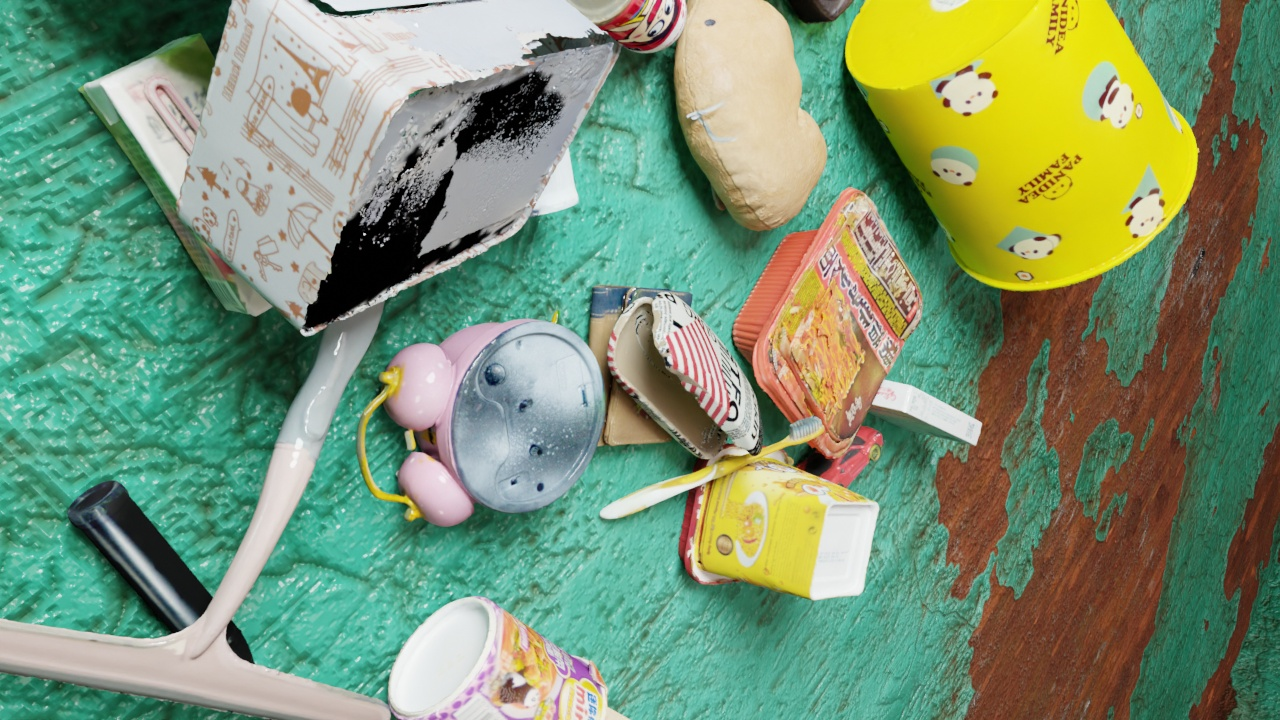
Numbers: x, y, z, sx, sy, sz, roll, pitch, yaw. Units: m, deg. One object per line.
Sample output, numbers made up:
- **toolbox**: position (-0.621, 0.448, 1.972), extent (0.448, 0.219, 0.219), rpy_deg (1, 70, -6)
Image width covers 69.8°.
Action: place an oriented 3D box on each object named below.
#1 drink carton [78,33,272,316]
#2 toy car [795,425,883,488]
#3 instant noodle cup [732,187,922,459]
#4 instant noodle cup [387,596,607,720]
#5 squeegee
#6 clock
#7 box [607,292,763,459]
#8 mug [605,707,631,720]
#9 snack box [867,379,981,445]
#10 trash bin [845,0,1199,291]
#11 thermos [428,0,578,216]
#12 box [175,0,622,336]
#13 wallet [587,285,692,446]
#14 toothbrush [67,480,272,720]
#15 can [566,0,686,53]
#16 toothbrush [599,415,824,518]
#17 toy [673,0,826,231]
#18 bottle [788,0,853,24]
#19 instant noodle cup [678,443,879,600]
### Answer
- **drink carton**: position (-0.201, -0.085, 0.435), extent (0.053, 0.046, 0.122), rpy_deg (-41, 124, -30)
- **toy car**: position (0.180, 0.090, 0.841), extent (0.106, 0.049, 0.031), rpy_deg (-36, 123, -32)
- **instant noodle cup**: position (0.151, -0.028, 0.766), extent (0.164, 0.079, 0.188), rpy_deg (48, 65, -39)
- **instant noodle cup**: position (-0.093, 0.207, 0.567), extent (0.111, 0.112, 0.099), rpy_deg (-51, 119, -24)
- **squeegee**: position (-0.176, 0.053, 0.452), extent (0.247, 0.040, 0.249), rpy_deg (31, 75, -39)
- **clock**: position (-0.097, 0.036, 0.554), extent (0.158, 0.060, 0.117), rpy_deg (-22, 115, -41)
- **box**: position (0.028, 0.014, 0.646), extent (0.163, 0.081, 0.074), rpy_deg (43, 39, -45)
- **mug**: position (-0.034, 0.293, 0.626), extent (0.103, 0.125, 0.084), rpy_deg (-61, 151, -19)
- **snack box**: position (0.255, 0.047, 0.879), extent (0.156, 0.085, 0.027), rpy_deg (23, 84, -45)
- **trash bin**: position (0.322, -0.225, 0.804), extent (0.255, 0.230, 0.229), rpy_deg (38, 72, -36)
- **thermos**: position (-0.082, -0.195, 0.512), extent (0.073, 0.073, 0.224), rpy_deg (-24, 114, -39)
- **box**: position (-0.140, -0.147, 0.406), extent (0.157, 0.192, 0.182), rpy_deg (-55, 172, 34)
- **wallet**: position (-0.004, 0.004, 0.658), extent (0.090, 0.033, 0.115), rpy_deg (0, 102, -45)
- **toothbrush**: position (-0.219, 0.149, 0.480), extent (0.027, 0.026, 0.213), rpy_deg (-22, 120, 2)
- **can**: position (-0.009, -0.218, 0.548), extent (0.132, 0.053, 0.053), rpy_deg (-36, 128, -72)
- **toothbrush**: position (0.057, 0.080, 0.694), extent (0.191, 0.016, 0.018), rpy_deg (-20, 122, -15)
- **toy**: position (0.070, -0.202, 0.656), extent (0.226, 0.083, 0.143), rpy_deg (64, 35, -29)
- **bottle**: position (0.111, -0.351, 0.685), extent (0.079, 0.044, 0.195), rpy_deg (-52, 129, -14)
- **instant noodle cup**: position (0.112, 0.133, 0.731), extent (0.116, 0.124, 0.116), rpy_deg (9, 92, -45)
